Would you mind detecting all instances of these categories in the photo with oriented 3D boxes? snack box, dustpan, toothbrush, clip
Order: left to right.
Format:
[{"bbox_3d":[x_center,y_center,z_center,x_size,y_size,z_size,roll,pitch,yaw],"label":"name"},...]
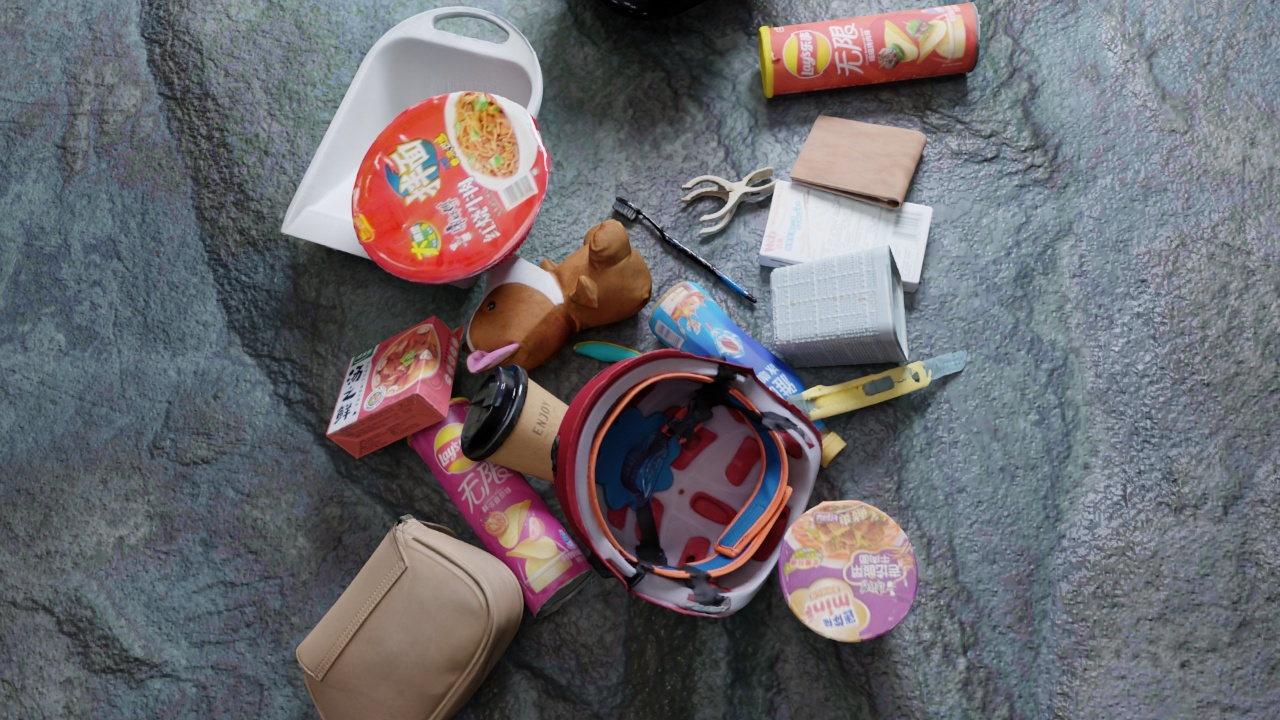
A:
[{"bbox_3d":[-0.231,0.016,0.873,0.113,0.044,0.126,-25,40,22],"label":"snack box"},{"bbox_3d":[-0.216,-0.233,0.929,0.223,0.143,0.256,17,50,14],"label":"dustpan"},{"bbox_3d":[0.043,-0.112,0.939,0.189,0.014,0.016,39,82,17],"label":"toothbrush"},{"bbox_3d":[0.084,-0.178,0.944,0.092,0.035,0.103,41,77,17],"label":"clip"},{"bbox_3d":[0.203,-0.124,0.912,0.157,0.027,0.084,12,74,12],"label":"snack box"}]

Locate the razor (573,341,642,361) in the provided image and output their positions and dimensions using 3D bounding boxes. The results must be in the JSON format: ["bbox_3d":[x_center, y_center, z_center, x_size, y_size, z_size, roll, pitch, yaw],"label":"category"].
[{"bbox_3d":[-0.005,0.005,0.899,0.133,0.043,0.028,20,57,20],"label":"razor"}]

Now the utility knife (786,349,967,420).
[{"bbox_3d":[0.222,0.022,0.841,0.196,0.020,0.031,-14,85,-24],"label":"utility knife"}]

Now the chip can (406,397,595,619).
[{"bbox_3d":[-0.131,0.134,0.852,0.071,0.071,0.210,-39,71,-5],"label":"chip can"}]

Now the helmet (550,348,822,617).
[{"bbox_3d":[0.017,0.092,0.782,0.240,0.144,0.206,35,76,-25],"label":"helmet"}]

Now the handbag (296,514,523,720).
[{"bbox_3d":[-0.200,0.243,0.806,0.148,0.099,0.205,41,99,14],"label":"handbag"}]

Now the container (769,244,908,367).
[{"bbox_3d":[0.183,-0.045,0.849,0.112,0.090,0.089,-6,71,22],"label":"container"}]

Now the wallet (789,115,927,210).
[{"bbox_3d":[0.220,-0.203,0.925,0.115,0.020,0.101,18,58,18],"label":"wallet"}]

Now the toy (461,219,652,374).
[{"bbox_3d":[-0.090,-0.060,0.886,0.199,0.140,0.130,-38,97,-1],"label":"toy"}]

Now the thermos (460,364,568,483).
[{"bbox_3d":[-0.092,0.067,0.830,0.143,0.093,0.093,31,74,-28],"label":"thermos"}]

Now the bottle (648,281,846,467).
[{"bbox_3d":[0.102,0.015,0.860,0.065,0.065,0.218,-45,72,-7],"label":"bottle"}]

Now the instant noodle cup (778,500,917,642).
[{"bbox_3d":[0.172,0.182,0.778,0.111,0.099,0.111,-3,71,8],"label":"instant noodle cup"}]

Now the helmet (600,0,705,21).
[{"bbox_3d":[0.034,-0.490,0.952,0.274,0.230,0.233,-35,79,-14],"label":"helmet"}]

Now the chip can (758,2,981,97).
[{"bbox_3d":[0.233,-0.320,0.949,0.217,0.073,0.073,-4,71,6],"label":"chip can"}]

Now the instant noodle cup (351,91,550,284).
[{"bbox_3d":[-0.167,-0.151,0.855,0.194,0.066,0.193,-5,72,14],"label":"instant noodle cup"}]
